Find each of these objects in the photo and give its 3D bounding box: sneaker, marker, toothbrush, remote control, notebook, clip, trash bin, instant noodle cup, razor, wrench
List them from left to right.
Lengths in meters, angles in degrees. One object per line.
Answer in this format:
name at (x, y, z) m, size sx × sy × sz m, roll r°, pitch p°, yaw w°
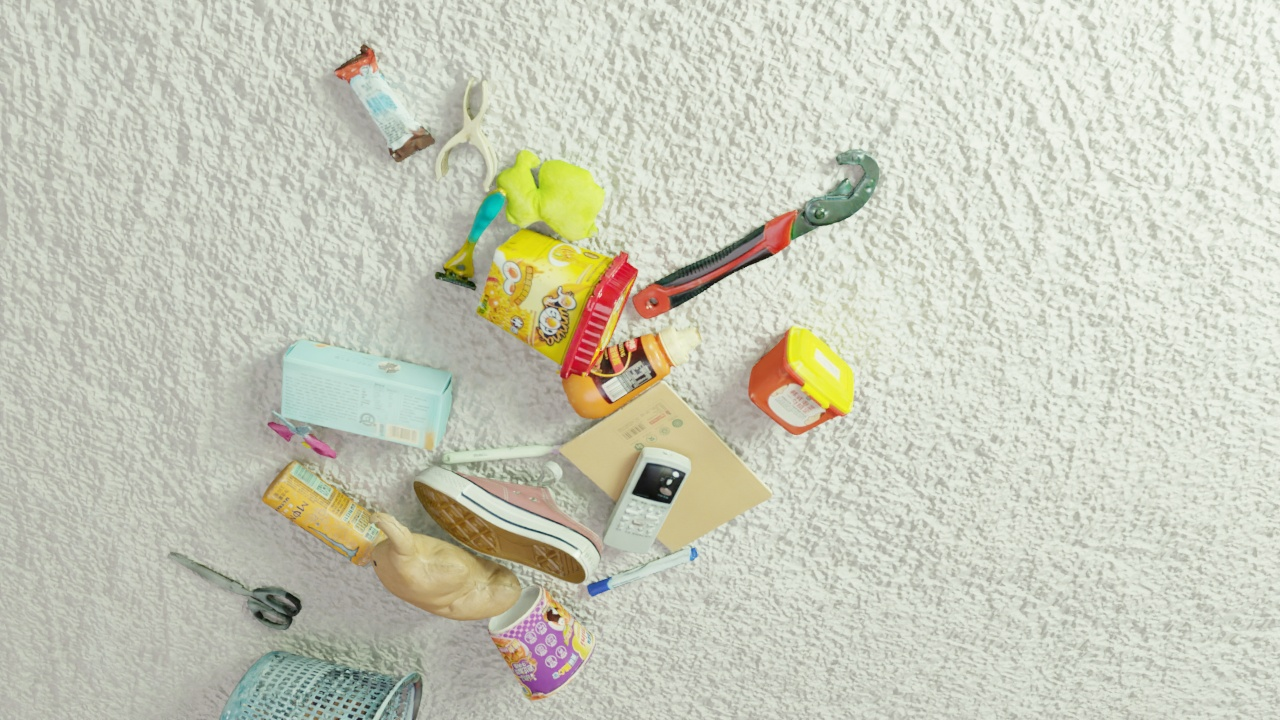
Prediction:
trash bin at (-0.417, 0.474, 1.169) m, size 0.195 × 0.226 × 0.227 m, roll 20°, pitch 120°, yaw 7°
razor at (-0.159, -0.121, 0.891) m, size 0.043 × 0.028 × 0.133 m, roll 19°, pitch 134°, yaw -21°
clip at (-0.148, -0.201, 0.854) m, size 0.095 × 0.035 × 0.102 m, roll 35°, pitch 108°, yaw -11°
sneaker at (-0.142, 0.168, 1.032) m, size 0.241 × 0.087 × 0.118 m, roll 18°, pitch 134°, yaw 21°
toothbrush at (-0.132, 0.103, 1.032) m, size 0.189 × 0.020 × 0.029 m, roll -5°, pitch 94°, yaw 7°
instant noodle cup at (-0.125, 0.337, 1.120) m, size 0.112 × 0.111 × 0.099 m, roll -29°, pitch 105°, yaw 18°
instant noodle cup at (-0.082, -0.062, 0.889) m, size 0.123 × 0.115 × 0.116 m, roll 26°, pitch 119°, yaw 3°
marker at (0.002, 0.256, 1.111) m, size 0.146 × 0.016 × 0.017 m, roll -24°, pitch 115°, yaw 17°
remote control at (0.006, 0.160, 1.031) m, size 0.058 × 0.021 × 0.150 m, roll 16°, pitch 124°, yaw -11°
notebook at (0.031, 0.125, 1.026) m, size 0.148 × 0.008 × 0.207 m, roll -34°, pitch 119°, yaw 20°
wrench at (0.110, -0.114, 0.893) m, size 0.274 × 0.016 × 0.056 m, roll -31°, pitch 113°, yaw 20°

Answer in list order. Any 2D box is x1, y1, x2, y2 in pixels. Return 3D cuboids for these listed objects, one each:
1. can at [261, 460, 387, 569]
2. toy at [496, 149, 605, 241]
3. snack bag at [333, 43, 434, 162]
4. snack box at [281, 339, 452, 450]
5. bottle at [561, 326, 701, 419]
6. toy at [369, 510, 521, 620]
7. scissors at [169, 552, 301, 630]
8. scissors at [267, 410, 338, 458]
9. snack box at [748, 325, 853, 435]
can at (-0.364, 0.180, 1.070) m, size 0.146 × 0.058 × 0.058 m, roll 41°, pitch 114°, yaw -17°
toy at (-0.084, -0.157, 0.872) m, size 0.100 × 0.031 × 0.097 m, roll -14°, pitch 103°, yaw 8°
snack bag at (-0.236, -0.235, 0.844) m, size 0.045 × 0.026 × 0.105 m, roll -28°, pitch 115°, yaw 8°
snack box at (-0.294, 0.037, 0.987) m, size 0.175 × 0.051 × 0.074 m, roll 13°, pitch 118°, yaw -3°
bottle at (-0.006, 0.006, 0.947) m, size 0.149 × 0.066 × 0.067 m, roll -27°, pitch 115°, yaw 10°
toy at (-0.241, 0.235, 1.038) m, size 0.144 × 0.082 × 0.226 m, roll -16°, pitch 143°, yaw 29°
scissors at (-0.512, 0.282, 1.168) m, size 0.133 × 0.014 × 0.175 m, roll -18°, pitch 114°, yaw 15°
scissors at (-0.380, 0.075, 0.999) m, size 0.108 × 0.017 × 0.136 m, roll 20°, pitch 159°, yaw 13°
snack box at (0.162, 0.025, 0.935) m, size 0.091 × 0.081 × 0.080 m, roll 39°, pitch 125°, yaw -16°
